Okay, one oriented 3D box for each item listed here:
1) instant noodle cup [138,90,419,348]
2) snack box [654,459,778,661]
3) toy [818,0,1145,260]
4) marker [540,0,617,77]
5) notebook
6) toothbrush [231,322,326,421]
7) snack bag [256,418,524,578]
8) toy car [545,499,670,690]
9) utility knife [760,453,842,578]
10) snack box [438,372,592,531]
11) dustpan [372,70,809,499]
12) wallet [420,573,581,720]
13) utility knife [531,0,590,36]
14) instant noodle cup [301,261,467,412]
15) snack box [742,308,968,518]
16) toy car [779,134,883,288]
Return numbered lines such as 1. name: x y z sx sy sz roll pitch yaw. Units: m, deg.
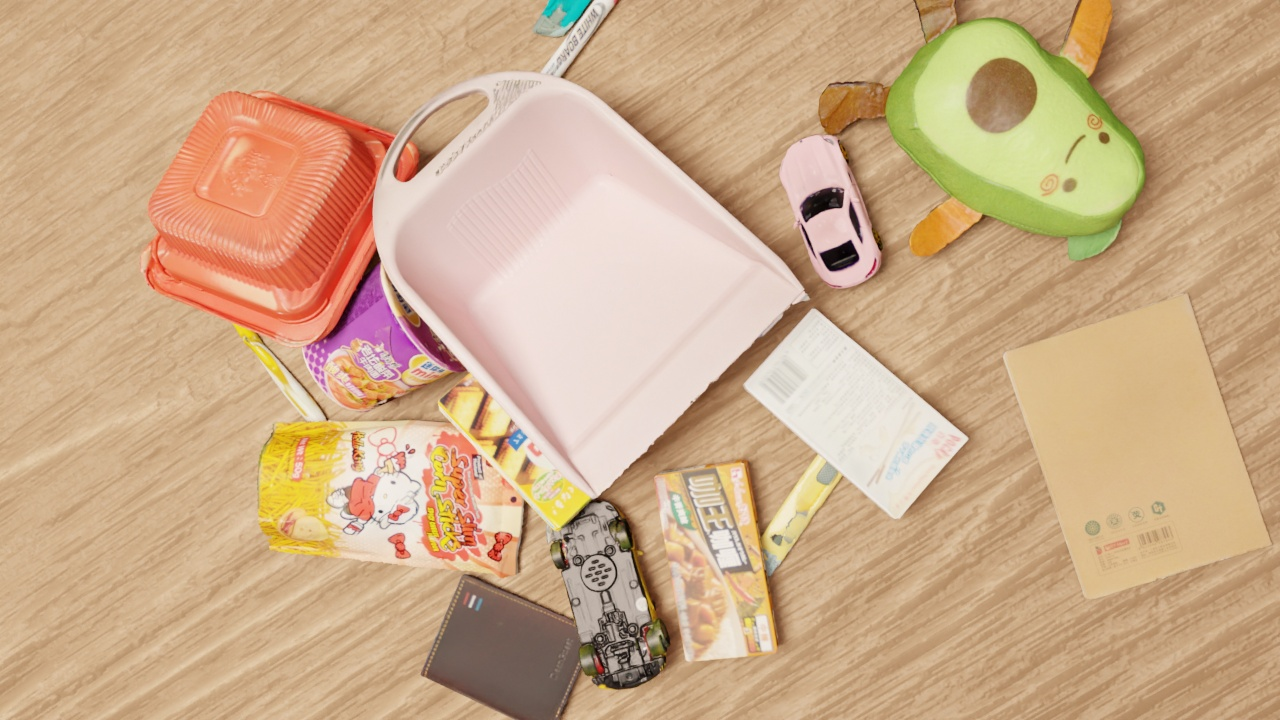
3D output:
1. instant noodle cup: -0.274 -0.118 0.674 0.164 0.079 0.188 19 74 10
2. snack box: 0.061 0.160 0.737 0.075 0.026 0.153 -10 89 12
3. toy: 0.267 -0.178 0.684 0.247 0.089 0.227 37 103 7
4. marker: -0.049 -0.264 0.745 0.017 0.017 0.145 38 94 3
5. notebook: 0.389 0.069 0.720 0.148 0.008 0.207 -19 90 5
6. toothbrush: -0.327 -0.014 0.774 0.016 0.018 0.191 -40 87 6
7. snack bag: -0.198 0.109 0.751 0.208 0.073 0.128 4 91 -2
8. toy car: -0.025 0.187 0.740 0.071 0.041 0.155 -20 80 5
9. utility knife: 0.141 0.105 0.742 0.031 0.018 0.165 35 98 9
10. snack box: -0.083 0.056 0.733 0.086 0.034 0.140 -43 88 -17
11. dustpan: -0.059 -0.073 0.658 0.222 0.139 0.273 -47 61 -5
12. wallet: -0.110 0.244 0.763 0.122 0.020 0.096 24 93 2
13. utility knife: -0.019 -0.345 0.742 0.029 0.013 0.205 37 94 3
14. instant noodle cup: -0.202 -0.016 0.724 0.099 0.111 0.111 -31 89 14
15. snack box: 0.166 0.041 0.719 0.157 0.027 0.084 42 89 8
16. toy car: 0.146 -0.116 0.714 0.056 0.037 0.122 -22 88 30
